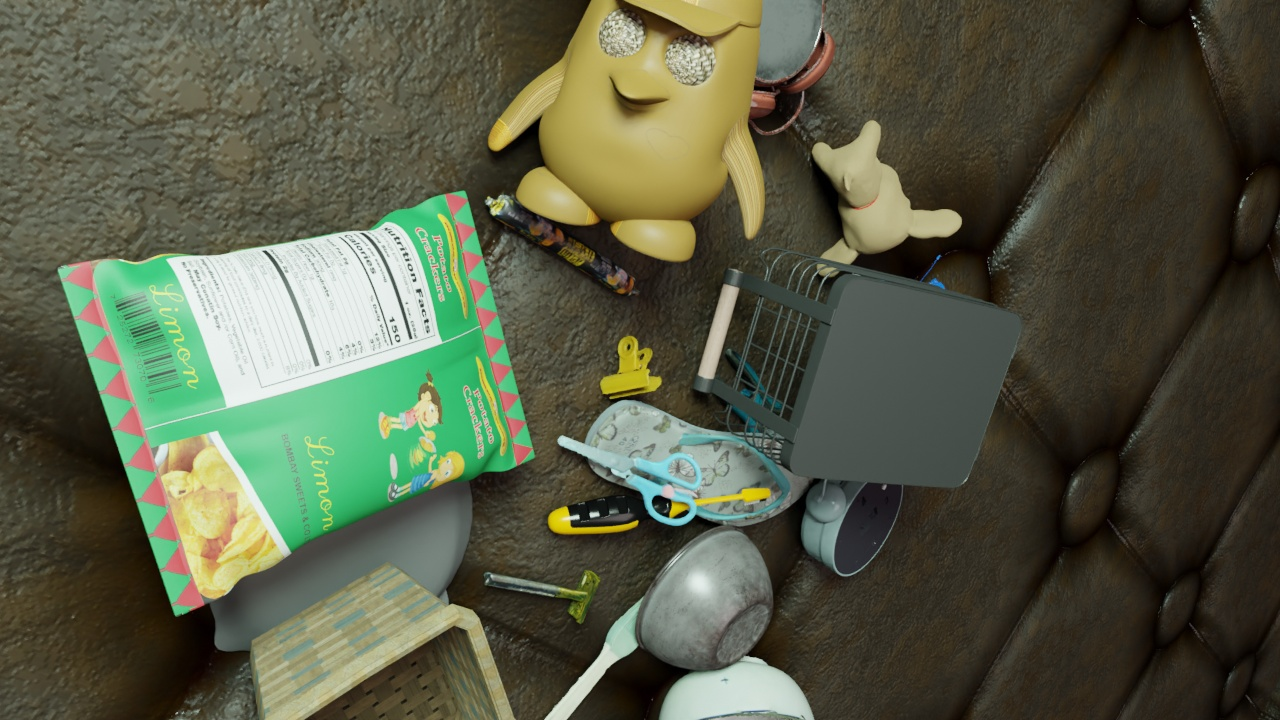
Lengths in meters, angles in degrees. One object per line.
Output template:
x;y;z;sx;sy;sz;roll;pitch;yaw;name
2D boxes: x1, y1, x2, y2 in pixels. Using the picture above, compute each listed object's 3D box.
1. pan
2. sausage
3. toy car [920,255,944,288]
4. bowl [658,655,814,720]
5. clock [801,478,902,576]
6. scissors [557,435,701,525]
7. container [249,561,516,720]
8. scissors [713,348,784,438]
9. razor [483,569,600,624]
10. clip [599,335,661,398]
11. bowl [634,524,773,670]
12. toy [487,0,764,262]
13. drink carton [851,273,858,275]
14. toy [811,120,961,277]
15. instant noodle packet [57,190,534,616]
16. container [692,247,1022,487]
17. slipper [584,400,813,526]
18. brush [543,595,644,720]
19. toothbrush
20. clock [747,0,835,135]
-0.229;0.087;0.623;0.216;0.024;0.355;-40;125;-18;pan
-0.055;-0.085;0.692;0.155;0.020;0.020;30;88;-39;sausage
0.279;-0.070;0.945;0.092;0.061;0.033;-27;126;9;toy car
0.090;0.337;0.890;0.153;0.072;0.154;-2;139;-2;bowl
0.215;0.149;0.939;0.122;0.045;0.159;-45;136;-21;clock
-0.007;0.087;0.752;0.138;0.015;0.063;29;78;-22;scissors
-0.151;0.284;0.625;0.157;0.186;0.250;-29;130;-25;container
0.111;0.039;0.857;0.129;0.019;0.138;-8;113;-34;scissors
-0.085;0.191;0.768;0.105;0.026;0.042;21;95;-35;razor
-0.002;0.008;0.753;0.039;0.053;0.047;32;57;-40;clip
0.071;0.230;0.843;0.144;0.067;0.145;-26;134;-31;bowl
0.011;-0.184;0.606;0.198;0.162;0.204;20;112;-1;toy
0.224;-0.024;0.903;0.044;0.039;0.129;-30;121;-24;drink carton
0.199;-0.146;0.812;0.108;0.134;0.105;51;33;-35;toy
-0.188;0.012;0.567;0.252;0.090;0.195;-22;102;-41;instant noodle packet
0.188;0.005;0.790;0.241;0.130;0.163;8;104;-30;container
0.065;0.107;0.821;0.268;0.054;0.098;18;108;-36;slipper
-0.059;0.304;0.833;0.217;0.012;0.033;-48;127;-11;brush
0.019;0.125;0.781;0.196;0.031;0.031;-5;140;-14;toothbrush
0.084;-0.250;0.700;0.120;0.072;0.158;-36;123;-21;clock
